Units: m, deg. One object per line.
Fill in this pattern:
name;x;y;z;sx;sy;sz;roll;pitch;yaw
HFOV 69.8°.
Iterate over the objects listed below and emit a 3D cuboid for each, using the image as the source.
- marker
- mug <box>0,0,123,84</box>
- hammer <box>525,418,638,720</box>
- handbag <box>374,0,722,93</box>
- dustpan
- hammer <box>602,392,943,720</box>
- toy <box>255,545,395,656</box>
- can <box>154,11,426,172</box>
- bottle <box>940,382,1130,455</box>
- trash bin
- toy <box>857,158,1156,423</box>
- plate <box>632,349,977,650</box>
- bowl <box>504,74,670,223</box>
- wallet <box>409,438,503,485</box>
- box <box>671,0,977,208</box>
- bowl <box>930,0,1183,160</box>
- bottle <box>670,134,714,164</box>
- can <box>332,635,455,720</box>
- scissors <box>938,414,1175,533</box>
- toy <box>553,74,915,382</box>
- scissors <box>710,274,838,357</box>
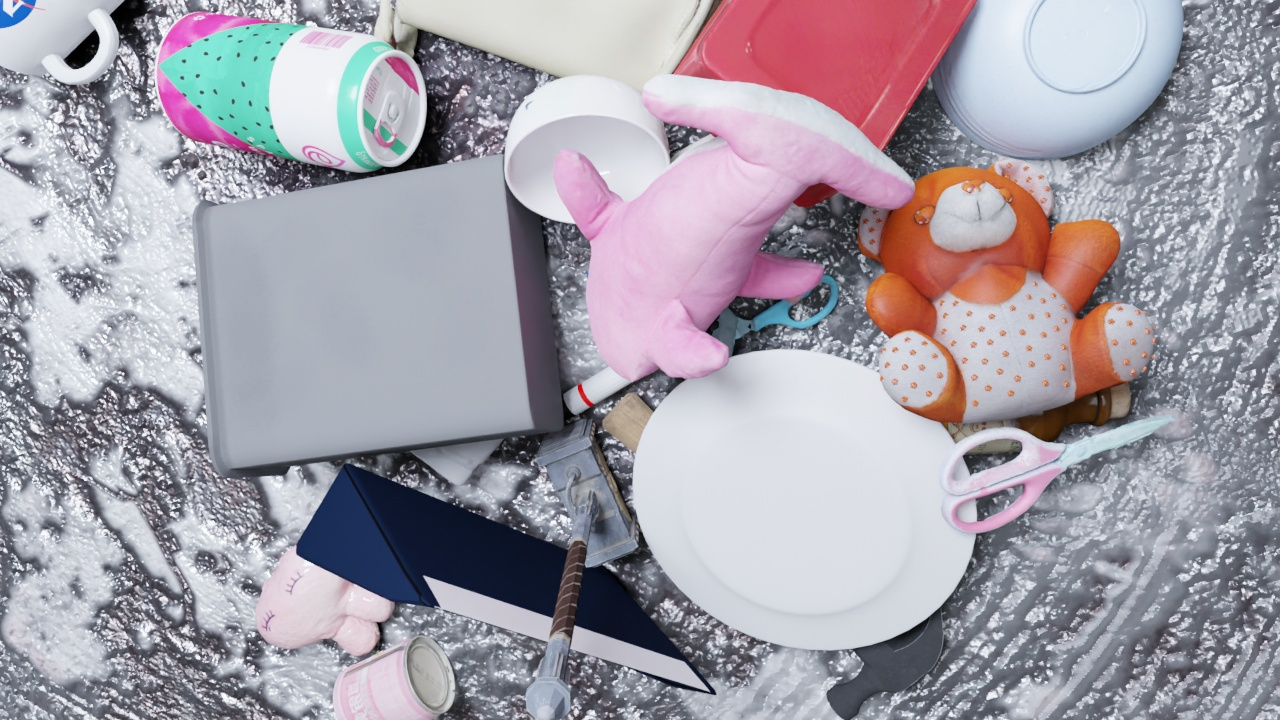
marker;-0.004;0.004;0.683;0.146;0.019;0.019;-31;98;14
mug;-0.415;-0.251;0.639;0.090;0.091;0.121;-34;98;15
hammer;-0.040;0.125;0.560;0.044;0.321;0.098;-23;100;5
handbag;-0.055;-0.250;0.575;0.229;0.131;0.184;19;113;5
dustpan;-0.117;0.159;0.643;0.236;0.273;0.080;31;92;-37
hammer;0.097;0.134;0.695;0.305;0.040;0.132;42;109;-3
toy;-0.258;0.200;0.756;0.105;0.053;0.108;25;106;-14
can;-0.235;-0.180;0.618;0.166;0.088;0.088;13;106;17
bottle;0.247;0.029;0.628;0.157;0.067;0.068;-4;104;9
trash bin;-0.179;-0.027;0.637;0.220;0.097;0.191;-8;84;9
toy;0.216;-0.051;0.577;0.164;0.093;0.172;-13;66;6
plate;0.108;0.108;0.646;0.243;0.016;0.243;7;114;17
bowl;-0.034;-0.140;0.589;0.105;0.105;0.054;-10;60;10
wallet;-0.132;0.031;0.701;0.086;0.032;0.116;44;98;-5
box;0.107;-0.188;0.554;0.129;0.087;0.158;36;79;-13
bowl;0.262;-0.198;0.564;0.150;0.074;0.151;2;104;7
bottle;0.049;-0.126;0.625;0.146;0.051;0.051;-26;99;14
can;-0.203;0.272;0.755;0.076;0.067;0.067;-28;99;13
scissors;0.274;0.061;0.597;0.174;0.017;0.077;-17;114;-6
toy;0.030;-0.054;0.544;0.186;0.266;0.127;19;63;-16
scissors;0.067;-0.043;0.654;0.136;0.015;0.126;-31;92;-3
